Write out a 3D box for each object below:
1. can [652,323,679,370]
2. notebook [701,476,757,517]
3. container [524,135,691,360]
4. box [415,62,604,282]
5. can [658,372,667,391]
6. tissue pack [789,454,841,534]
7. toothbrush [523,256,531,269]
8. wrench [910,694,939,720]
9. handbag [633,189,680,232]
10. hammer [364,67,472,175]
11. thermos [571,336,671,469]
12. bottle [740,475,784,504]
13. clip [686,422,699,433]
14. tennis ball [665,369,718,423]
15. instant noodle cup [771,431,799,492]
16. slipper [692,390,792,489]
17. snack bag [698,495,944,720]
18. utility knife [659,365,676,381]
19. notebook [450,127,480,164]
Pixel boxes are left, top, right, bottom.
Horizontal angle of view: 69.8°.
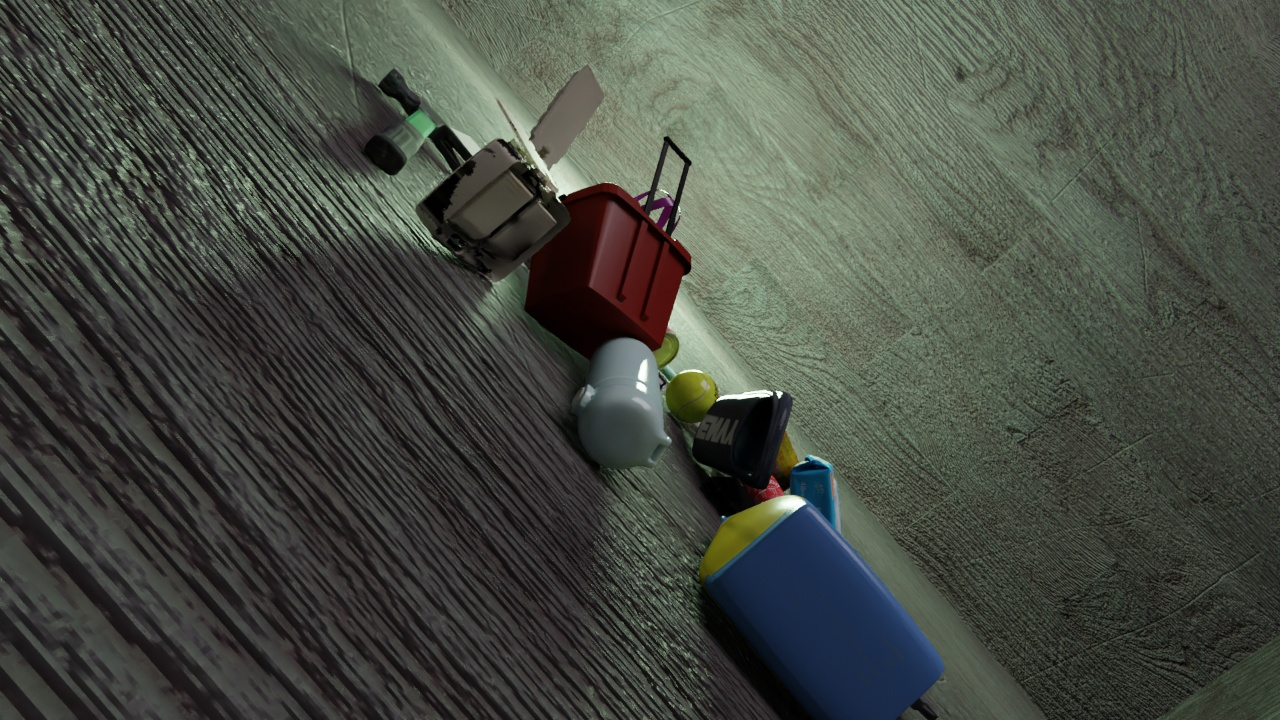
[{"bbox_3d":[0.004,-0.034,1.153,0.067,0.067,0.076,41,14,-47],"label":"can"},{"bbox_3d":[0.155,0.220,0.988,0.231,0.019,0.169,52,7,15],"label":"notebook"},{"bbox_3d":[-0.026,-0.114,0.904,0.148,0.127,0.200,38,50,-38],"label":"container"},{"bbox_3d":[-0.112,-0.166,0.776,0.101,0.186,0.145,36,-3,16],"label":"box"},{"bbox_3d":[-0.006,0.006,1.043,0.080,0.031,0.031,49,8,-2],"label":"can"},{"bbox_3d":[0.225,0.194,1.174,0.092,0.062,0.144,13,75,-77],"label":"tissue pack"},{"bbox_3d":[-0.128,-0.125,1.011,0.222,0.027,0.026,50,2,6],"label":"toothbrush"},{"bbox_3d":[0.232,0.276,1.012,0.273,0.022,0.073,53,12,18],"label":"wrench"},{"bbox_3d":[-0.025,-0.135,1.092,0.144,0.170,0.068,40,13,-50],"label":"handbag"},{"bbox_3d":[-0.228,-0.225,0.913,0.130,0.032,0.318,47,9,-19],"label":"hammer"},{"bbox_3d":[-0.016,0.031,0.762,0.078,0.065,0.206,35,11,-7],"label":"thermos"},{"bbox_3d":[0.155,0.166,1.146,0.042,0.042,0.141,46,9,-21],"label":"bottle"},{"bbox_3d":[0.060,0.072,1.172,0.052,0.013,0.036,53,10,7],"label":"clip"},{"bbox_3d":[0.063,0.044,1.124,0.065,0.065,0.065,48,8,-10],"label":"tennis ball"},{"bbox_3d":[0.165,0.123,1.250,0.112,0.100,0.100,59,8,-4],"label":"instant noodle cup"},{"bbox_3d":[0.106,0.078,1.051,0.083,0.110,0.268,20,-4,-4],"label":"slipper"},{"bbox_3d":[0.125,0.190,0.721,0.159,0.102,0.205,50,-5,3],"label":"snack bag"},{"bbox_3d":[0.000,-0.023,1.287,0.158,0.015,0.022,45,10,-8],"label":"utility knife"},{"bbox_3d":[-0.210,-0.254,1.216,0.142,0.009,0.209,49,8,-1],"label":"notebook"}]
